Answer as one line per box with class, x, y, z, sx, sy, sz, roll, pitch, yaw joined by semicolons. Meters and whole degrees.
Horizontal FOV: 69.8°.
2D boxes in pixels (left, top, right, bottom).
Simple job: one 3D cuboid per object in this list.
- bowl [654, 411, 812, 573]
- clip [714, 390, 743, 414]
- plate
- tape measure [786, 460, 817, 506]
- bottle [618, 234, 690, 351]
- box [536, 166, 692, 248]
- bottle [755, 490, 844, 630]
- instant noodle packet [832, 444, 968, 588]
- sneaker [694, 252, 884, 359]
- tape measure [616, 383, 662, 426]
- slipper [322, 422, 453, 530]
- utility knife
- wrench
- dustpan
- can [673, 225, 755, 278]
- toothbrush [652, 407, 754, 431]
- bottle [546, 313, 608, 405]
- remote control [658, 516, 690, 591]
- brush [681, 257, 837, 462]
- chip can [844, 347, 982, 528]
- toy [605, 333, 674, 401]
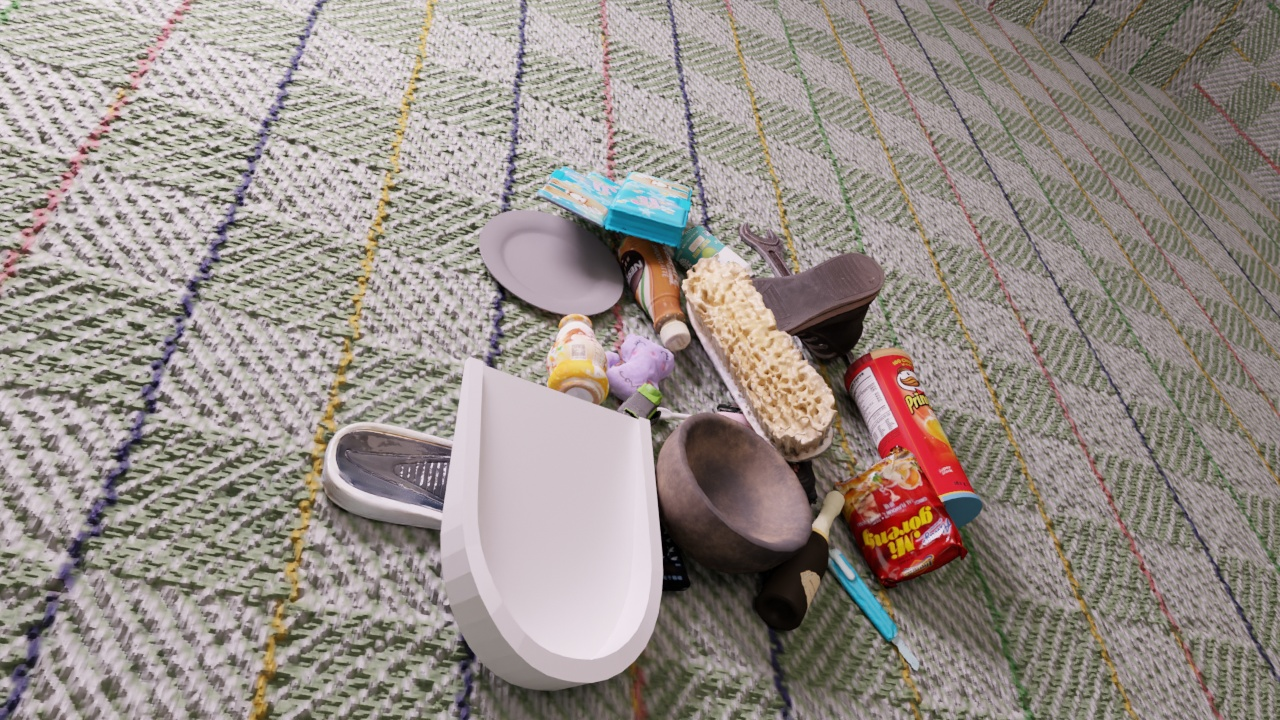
bowl;0.080;0.133;0.875;0.162;0.070;0.162;28;33;-21
clip;0.120;0.053;1.035;0.075;0.037;0.023;8;43;-32
plate;-0.104;-0.113;1.079;0.178;0.012;0.178;17;42;-16
tape measure;0.150;0.123;0.971;0.072;0.042;0.071;19;42;-21
bottle;0.020;-0.081;1.086;0.059;0.059;0.167;4;47;-28
box;-0.028;-0.204;1.157;0.181;0.039;0.226;17;22;-1
bottle;0.167;0.188;0.909;0.045;0.046;0.184;37;40;7
instant noodle packet;0.270;0.165;0.966;0.040;0.098;0.135;55;11;-55
sneaker;0.180;-0.047;1.133;0.234;0.120;0.095;-22;58;-10
tape measure;-0.001;0.055;0.929;0.036;0.066;0.058;38;64;6
slipper;-0.138;0.101;0.801;0.263;0.063;0.111;13;43;-17
utility knife;0.229;0.247;0.912;0.022;0.015;0.141;-27;66;-19
wrench;0.212;-0.095;1.257;0.070;0.010;0.273;-2;50;-33
dustpan;-0.063;0.133;0.754;0.191;0.053;0.257;21;56;-30
can;0.094;-0.124;1.179;0.101;0.055;0.054;40;41;11
toothbrush;0.110;0.071;1.010;0.222;0.027;0.027;9;66;-23
bottle;-0.065;0.001;0.946;0.063;0.063;0.109;15;43;-18
remote control;0.004;0.153;0.866;0.047;0.022;0.150;6;44;-26
brush;0.126;-0.006;1.008;0.083;0.057;0.271;-20;53;-10
chip can;0.313;0.091;1.069;0.087;0.087;0.213;8;46;-25
toy;-0.006;0.006;0.998;0.080;0.037;0.099;29;41;-4
